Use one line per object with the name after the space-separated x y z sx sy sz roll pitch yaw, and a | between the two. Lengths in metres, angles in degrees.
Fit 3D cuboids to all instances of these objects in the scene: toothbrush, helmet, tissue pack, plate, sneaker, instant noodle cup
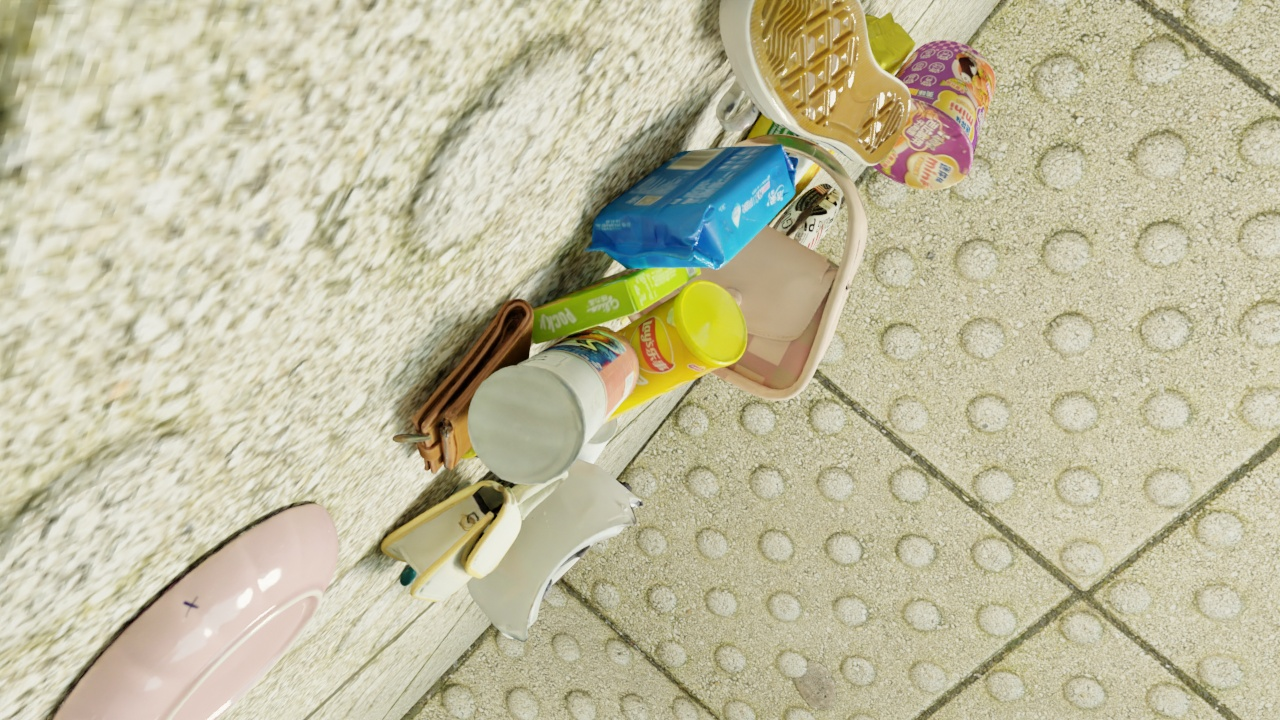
-0.209 0.177 0.936 0.192 0.016 0.018 -54 -178 36 | toothbrush
-0.123 0.202 1.085 0.229 0.146 0.259 -46 178 -3 | helmet
0.039 -0.104 0.641 0.156 0.095 0.052 -44 128 -40 | tissue pack
-0.243 0.167 0.529 0.192 0.039 0.192 -49 174 -8 | plate
0.102 -0.195 0.601 0.240 0.088 0.118 10 110 -58 | sneaker
0.268 -0.230 0.842 0.099 0.111 0.112 -57 176 -19 | instant noodle cup

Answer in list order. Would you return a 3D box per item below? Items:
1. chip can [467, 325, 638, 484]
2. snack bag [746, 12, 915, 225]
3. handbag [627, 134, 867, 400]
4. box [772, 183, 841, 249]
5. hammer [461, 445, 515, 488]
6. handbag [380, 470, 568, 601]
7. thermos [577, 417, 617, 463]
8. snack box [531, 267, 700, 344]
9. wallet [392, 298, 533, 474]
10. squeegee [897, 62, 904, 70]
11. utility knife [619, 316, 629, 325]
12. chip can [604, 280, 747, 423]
-0.050 0.022 0.634 0.071 0.071 0.214 -51 178 12 | chip can
0.159 -0.224 0.887 0.247 0.068 0.157 -55 173 37 | snack bag
0.105 -0.093 0.816 0.093 0.193 0.235 -52 170 -52 | handbag
0.176 -0.139 0.945 0.074 0.064 0.163 -31 -173 32 | box
-0.127 0.081 0.862 0.126 0.032 0.323 -50 174 -4 | hammer
-0.140 0.154 0.859 0.178 0.063 0.163 -34 168 -11 | handbag
-0.095 0.130 1.203 0.073 0.073 0.225 -45 173 -36 | thermos
-0.016 -0.052 0.695 0.086 0.026 0.156 -17 -172 24 | snack box
-0.115 0.029 0.625 0.118 0.035 0.131 -49 174 -22 | wallet
0.185 -0.255 1.035 0.247 0.039 0.246 -45 -168 10 | squeegee
0.022 -0.095 0.964 0.152 0.018 0.030 -48 169 24 | utility knife
-0.005 0.005 0.791 0.214 0.072 0.071 -30 -169 47 | chip can
